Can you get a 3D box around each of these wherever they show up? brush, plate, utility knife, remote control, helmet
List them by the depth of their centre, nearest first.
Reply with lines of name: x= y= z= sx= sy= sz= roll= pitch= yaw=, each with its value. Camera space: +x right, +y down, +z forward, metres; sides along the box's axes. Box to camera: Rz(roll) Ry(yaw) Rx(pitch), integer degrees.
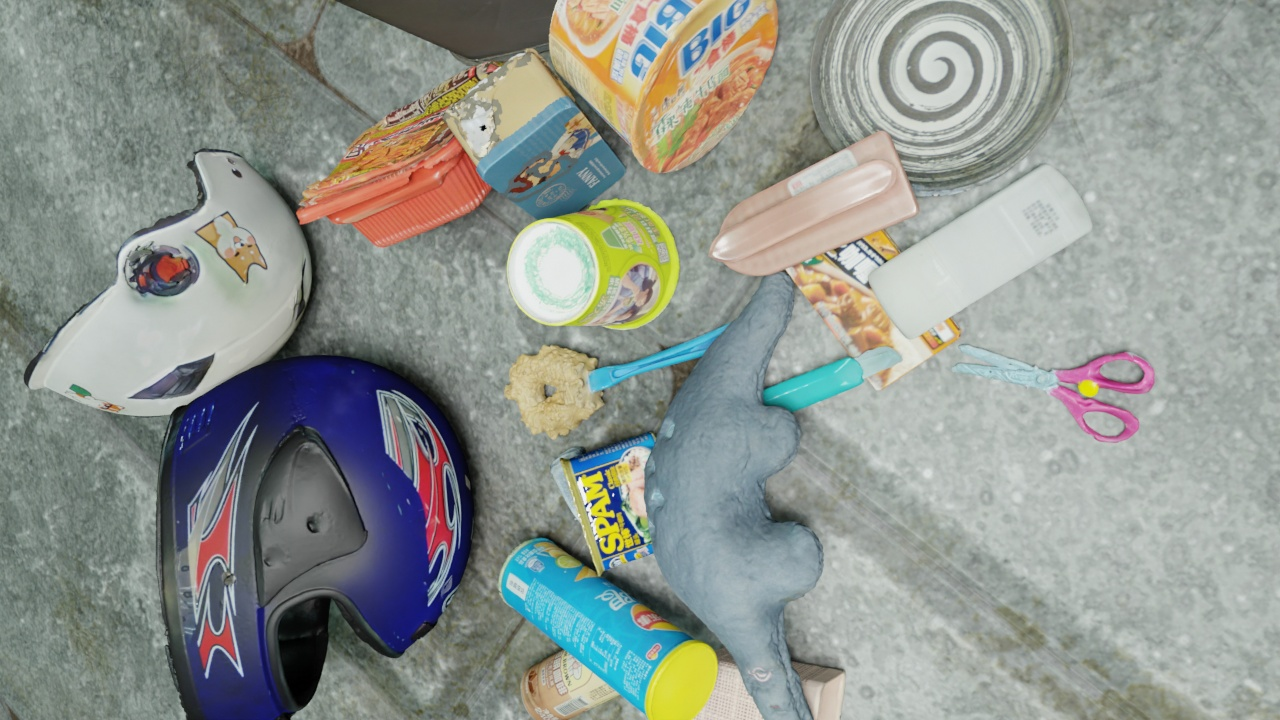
remote control: x=0.238 y=-0.076 z=0.649 sx=0.150 sy=0.021 sz=0.058 roll=-32 pitch=83 yaw=10
plate: x=0.211 y=-0.208 z=0.656 sx=0.180 sy=0.024 sz=0.179 roll=3 pitch=98 yaw=24
brush: x=0.119 y=-0.105 z=0.657 sx=0.146 sy=0.073 sz=0.063 roll=-22 pitch=89 yaw=25
utility knife: x=0.124 y=0.028 z=0.724 sx=0.182 sy=0.013 sz=0.029 roll=-26 pitch=86 yaw=36
brush: x=-0.005 y=0.005 z=0.782 sx=0.255 sy=0.045 sz=0.083 roll=-17 pitch=87 yaw=22
helmet: x=-0.266 y=0.152 z=0.802 sx=0.240 sy=0.247 sz=0.315 roll=-5 pitch=84 yaw=-6
helmet: x=-0.406 y=-0.049 z=0.851 sx=0.157 sy=0.273 sz=0.231 roll=36 pitch=146 yaw=-20

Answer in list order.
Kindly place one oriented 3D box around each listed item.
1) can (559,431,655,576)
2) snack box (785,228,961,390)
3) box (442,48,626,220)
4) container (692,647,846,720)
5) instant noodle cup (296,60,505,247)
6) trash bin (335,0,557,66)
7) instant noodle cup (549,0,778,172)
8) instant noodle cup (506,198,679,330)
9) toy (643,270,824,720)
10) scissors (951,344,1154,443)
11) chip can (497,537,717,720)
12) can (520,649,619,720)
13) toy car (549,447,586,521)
can: x=-0.013 y=0.118 z=0.773 sx=0.083 sy=0.057 sz=0.102 roll=-18 pitch=91 yaw=-6
snack box: x=0.166 y=-0.060 z=0.697 sx=0.075 sy=0.026 sz=0.153 roll=-38 pitch=82 yaw=24
box: x=-0.075 y=-0.164 z=0.713 sx=0.090 sy=0.184 sz=0.061 roll=-36 pitch=77 yaw=10
container: x=0.097 y=0.287 z=0.743 sx=0.111 sy=0.089 sz=0.090 roll=7 pitch=84 yaw=26
instant noodle cup: x=-0.184 y=-0.167 z=0.776 sx=0.165 sy=0.188 sz=0.079 roll=-15 pitch=123 yaw=26
trash bin: x=-0.144 y=-0.348 z=0.686 sx=0.199 sy=0.219 sz=0.198 roll=-6 pitch=95 yaw=26
instant noodle cup: x=0.012 y=-0.233 z=0.680 sx=0.111 sy=0.151 sz=0.152 roll=43 pitch=112 yaw=21
instant noodle cup: x=-0.042 y=-0.074 z=0.735 sx=0.112 sy=0.123 sz=0.112 roll=4 pitch=99 yaw=24
toy: x=0.070 y=0.113 z=0.699 sx=0.138 sy=0.091 sz=0.356 roll=-7 pitch=81 yaw=20
scissors: x=0.291 y=0.023 z=0.663 sx=0.137 sy=0.017 sz=0.074 roll=8 pitch=111 yaw=27
chip can: x=-0.033 y=0.220 z=0.763 sx=0.210 sy=0.071 sz=0.071 roll=21 pitch=108 yaw=47
can: x=-0.051 y=0.285 z=0.831 sx=0.116 sy=0.058 sz=0.058 roll=-35 pitch=84 yaw=25
toy car: x=-0.047 y=0.122 z=0.819 sx=0.043 sy=0.034 sz=0.090 roll=-31 pitch=86 yaw=22
